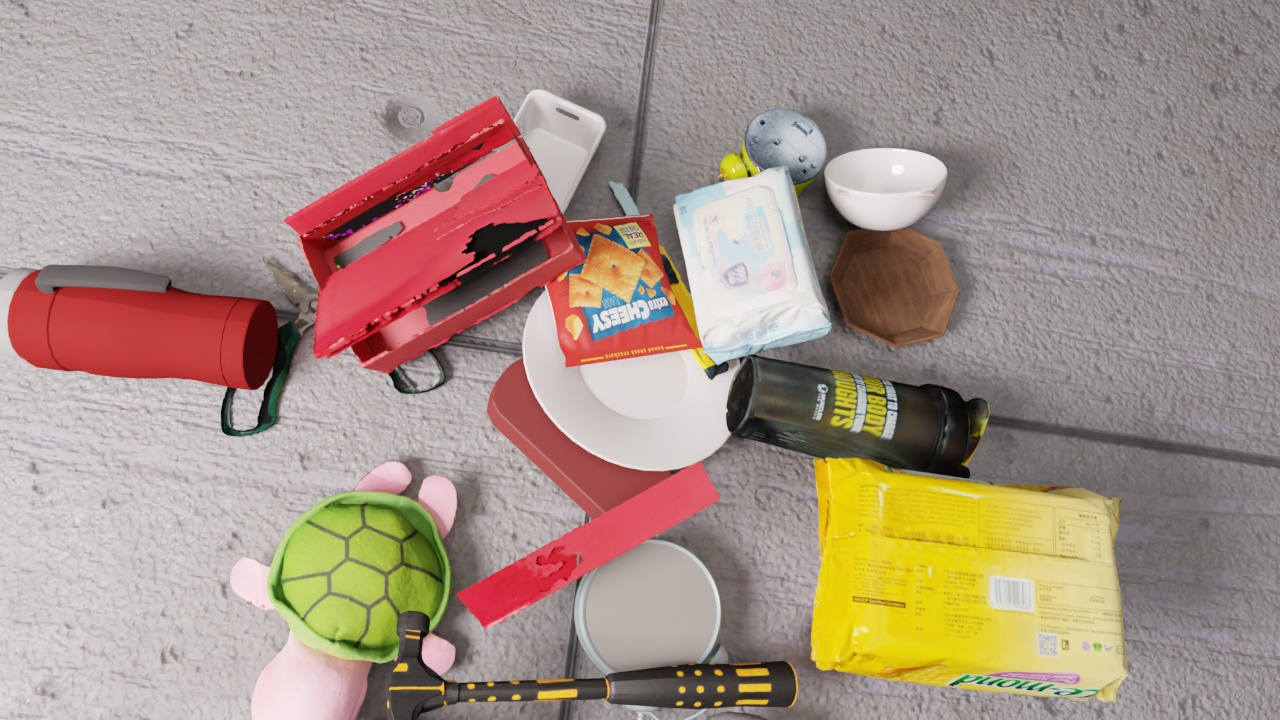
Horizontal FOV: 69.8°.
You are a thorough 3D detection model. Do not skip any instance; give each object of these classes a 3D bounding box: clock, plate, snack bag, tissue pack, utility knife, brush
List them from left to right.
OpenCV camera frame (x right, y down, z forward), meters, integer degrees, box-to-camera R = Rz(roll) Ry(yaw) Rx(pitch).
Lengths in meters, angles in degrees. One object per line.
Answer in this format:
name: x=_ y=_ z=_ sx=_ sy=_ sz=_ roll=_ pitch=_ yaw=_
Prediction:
brush: x=-0.055 y=0.072 z=0.795 sx=0.173 sy=0.042 sz=0.082 roll=42 pitch=55 yaw=5
snack bag: x=-0.026 y=-0.065 z=0.816 sx=0.130 sy=0.039 sz=0.144 roll=-9 pitch=67 yaw=-24
plate: x=-0.005 y=0.005 z=0.819 sx=0.208 sy=0.015 sz=0.208 roll=11 pitch=56 yaw=-17
clock: x=0.011 y=0.222 z=0.767 sx=0.122 sy=0.045 sz=0.159 roll=-20 pitch=77 yaw=-12
utility knife: x=0.022 y=-0.080 z=0.864 sx=0.030 sy=0.019 sz=0.224 roll=-13 pitch=64 yaw=-39
tissue pack: x=0.097 y=-0.091 z=0.824 sx=0.112 sy=0.070 sz=0.181 roll=-17 pitch=64 yaw=15
clock: x=0.128 y=-0.190 z=0.898 sx=0.083 sy=0.057 sz=0.119 roll=41 pitch=72 yaw=4
plate: x=0.244 y=-0.071 z=0.895 sx=0.131 sy=0.025 sz=0.131 roll=2 pitch=73 yaw=-7
snack bag: x=0.243 y=0.160 z=0.676 sx=0.247 sy=0.068 sz=0.159 roll=7 pitch=74 yaw=-5

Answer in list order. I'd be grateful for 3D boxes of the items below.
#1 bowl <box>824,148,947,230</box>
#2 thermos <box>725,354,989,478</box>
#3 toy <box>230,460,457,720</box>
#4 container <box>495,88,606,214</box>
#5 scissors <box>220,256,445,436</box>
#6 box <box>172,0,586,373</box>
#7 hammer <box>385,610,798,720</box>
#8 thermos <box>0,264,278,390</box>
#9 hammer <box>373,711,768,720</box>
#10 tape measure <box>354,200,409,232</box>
bowl: x=0.236 y=-0.162 z=0.892 sx=0.115 sy=0.051 sz=0.114 roll=-4 pitch=33 yaw=2
thermos: x=0.190 y=0.055 z=0.808 sx=0.220 sy=0.098 sz=0.098 roll=13 pitch=72 yaw=-11
toy: x=-0.227 y=0.189 z=0.722 sx=0.190 sy=0.088 sz=0.237 roll=28 pitch=65 yaw=-7
container: x=-0.093 y=-0.182 z=0.868 sx=0.081 sy=0.050 sz=0.129 roll=24 pitch=72 yaw=0
scissors: x=-0.266 y=-0.009 z=0.813 sx=0.204 sy=0.015 sz=0.201 roll=18 pitch=74 yaw=-1
box: x=-0.245 y=-0.228 z=0.713 sx=0.214 sy=0.171 sz=0.479 roll=-28 pitch=119 yaw=3
hammer: x=-0.025 y=0.248 z=0.684 sx=0.320 sy=0.036 sz=0.123 roll=7 pitch=43 yaw=-20
thermos: x=-0.411 y=-0.033 z=0.746 sx=0.198 sy=0.108 sz=0.083 roll=8 pitch=53 yaw=-2
hammer: x=-0.050 y=0.313 z=0.723 sx=0.328 sy=0.052 sz=0.098 roll=8 pitch=103 yaw=1
tape measure: x=-0.229 y=-0.111 z=0.837 sx=0.061 sy=0.034 sz=0.061 roll=-22 pitch=67 yaw=-18
